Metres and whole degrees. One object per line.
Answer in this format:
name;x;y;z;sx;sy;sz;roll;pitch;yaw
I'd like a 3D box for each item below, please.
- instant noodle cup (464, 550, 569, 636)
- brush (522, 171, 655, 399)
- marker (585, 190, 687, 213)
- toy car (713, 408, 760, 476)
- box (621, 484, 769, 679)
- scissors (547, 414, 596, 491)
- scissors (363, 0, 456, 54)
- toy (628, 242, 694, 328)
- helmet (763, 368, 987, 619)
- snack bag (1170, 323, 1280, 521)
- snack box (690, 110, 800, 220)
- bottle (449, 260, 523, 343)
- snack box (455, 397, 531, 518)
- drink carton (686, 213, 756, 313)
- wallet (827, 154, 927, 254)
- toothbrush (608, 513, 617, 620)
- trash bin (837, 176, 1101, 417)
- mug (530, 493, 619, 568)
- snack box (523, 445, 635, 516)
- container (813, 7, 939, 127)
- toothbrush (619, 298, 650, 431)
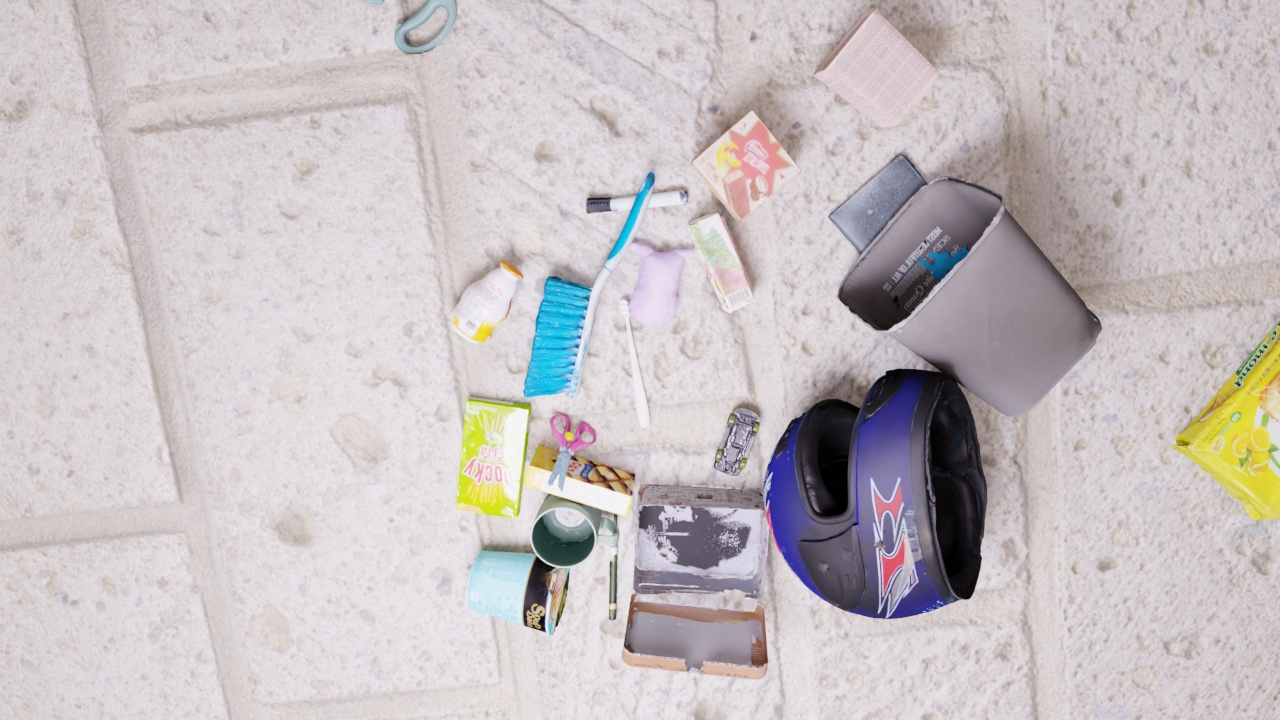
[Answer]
instant noodle cup;-0.166;0.302;1.229;0.120;0.111;0.111;9;101;8
brush;-0.068;-0.094;1.165;0.109;0.060;0.315;12;104;-6
marker;-0.005;-0.202;1.162;0.131;0.018;0.023;-6;129;4
toy car;0.126;0.105;1.208;0.042;0.035;0.090;19;101;-3
box;0.075;0.264;1.167;0.180;0.217;0.158;5;113;3
scissors;-0.088;0.123;1.179;0.072;0.136;0.017;20;127;-14
scissors;-0.251;-0.450;1.126;0.179;0.019;0.161;-19;99;5
toy;0.018;-0.095;1.172;0.084;0.039;0.108;11;98;3
helmet;0.267;0.156;1.100;0.241;0.246;0.316;0;122;34
snack bag;0.806;0.066;1.156;0.158;0.068;0.247;37;100;-4
snack box;0.126;-0.237;1.120;0.094;0.077;0.093;-39;97;8
bottle;-0.194;-0.076;1.172;0.063;0.063;0.108;38;100;-5
snack box;-0.197;0.131;1.231;0.086;0.026;0.156;9;102;1
drink carton;0.103;-0.125;1.155;0.045;0.053;0.122;-24;99;2
wallet;0.313;-0.185;1.154;0.121;0.019;0.097;-41;96;7
toothbrush;-0.040;0.270;1.259;0.017;0.012;0.186;2;101;8
trash bin;0.391;-0.069;1.083;0.219;0.198;0.199;36;102;-19
mug;-0.081;0.215;1.202;0.112;0.106;0.082;10;100;1
snack box;-0.078;0.156;1.200;0.140;0.086;0.034;15;102;0
container;0.282;-0.342;1.089;0.111;0.089;0.090;39;100;-8
toothbrush;-0.007;0.007;1.204;0.016;0.016;0.180;-8;101;6
